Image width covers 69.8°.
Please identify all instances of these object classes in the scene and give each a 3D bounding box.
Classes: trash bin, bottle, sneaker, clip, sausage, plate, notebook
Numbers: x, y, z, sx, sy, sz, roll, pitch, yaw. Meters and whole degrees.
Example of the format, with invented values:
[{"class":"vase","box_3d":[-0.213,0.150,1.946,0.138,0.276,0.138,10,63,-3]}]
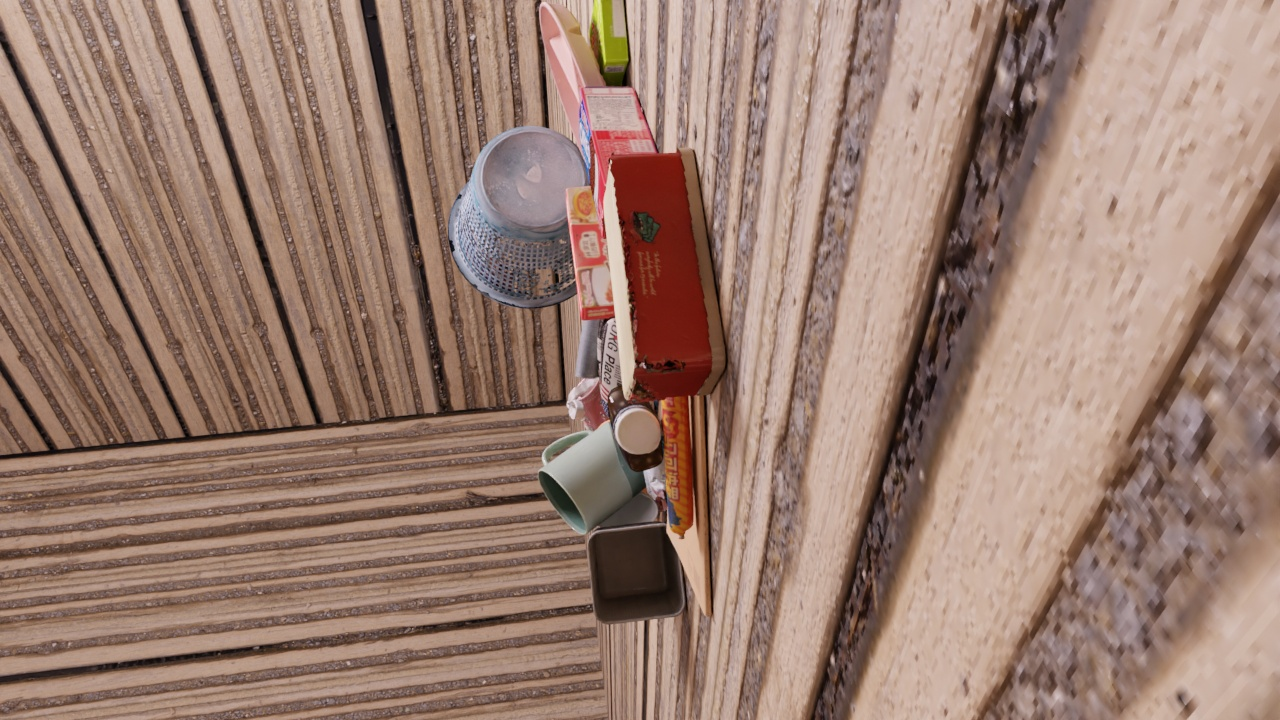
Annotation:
[{"class":"trash bin","box_3d":[-0.146,-0.202,1.223,0.195,0.226,0.226,127,138,-75]},{"class":"bottle","box_3d":[-0.004,0.059,0.808,0.195,0.044,0.080,121,131,-87]},{"class":"sneaker","box_3d":[-0.051,0.056,1.174,0.118,0.088,0.241,-104,12,-51]},{"class":"clip","box_3d":[0.017,0.021,0.883,0.025,0.035,0.057,90,168,-53]},{"class":"sausage","box_3d":[0.029,0.065,0.718,0.021,0.021,0.165,-118,23,-73]},{"class":"plate","box_3d":[-0.062,-0.291,1.038,0.229,0.028,0.229,158,91,-84]},{"class":"notebook","box_3d":[0.038,0.088,0.783,0.149,0.012,0.212,-118,24,-70]}]

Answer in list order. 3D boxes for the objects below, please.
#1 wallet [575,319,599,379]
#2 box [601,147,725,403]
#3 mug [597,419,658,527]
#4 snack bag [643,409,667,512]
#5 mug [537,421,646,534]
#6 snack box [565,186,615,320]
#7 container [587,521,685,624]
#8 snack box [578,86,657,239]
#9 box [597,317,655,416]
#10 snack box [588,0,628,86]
[{"class":"wallet","box_3d":[-0.041,-0.048,1.027,0.106,0.037,0.130,-15,-65,-74]},{"class":"box","box_3d":[0.005,-0.058,0.655,0.091,0.078,0.168,107,157,-71]},{"class":"mug","box_3d":[-0.021,0.130,1.074,0.122,0.078,0.078,-94,4,-47]},{"class":"snack bag","box_3d":[0.014,0.101,0.924,0.045,0.026,0.105,124,140,-70]},{"class":"mug","box_3d":[-0.051,0.113,0.977,0.112,0.106,0.082,34,150,39]},{"class":"snack box","box_3d":[-0.031,-0.112,0.926,0.025,0.075,0.152,95,168,-59]},{"class":"container","box_3d":[-0.007,0.211,0.941,0.114,0.090,0.090,124,141,-84]},{"class":"snack box","box_3d":[-0.019,-0.187,0.845,0.207,0.058,0.057,-103,13,-50]},{"class":"box","box_3d":[-0.006,0.007,0.967,0.087,0.075,0.163,43,147,30]},{"class":"snack box","box_3d":[-0.036,-0.340,0.994,0.156,0.026,0.086,-179,84,-84]}]
